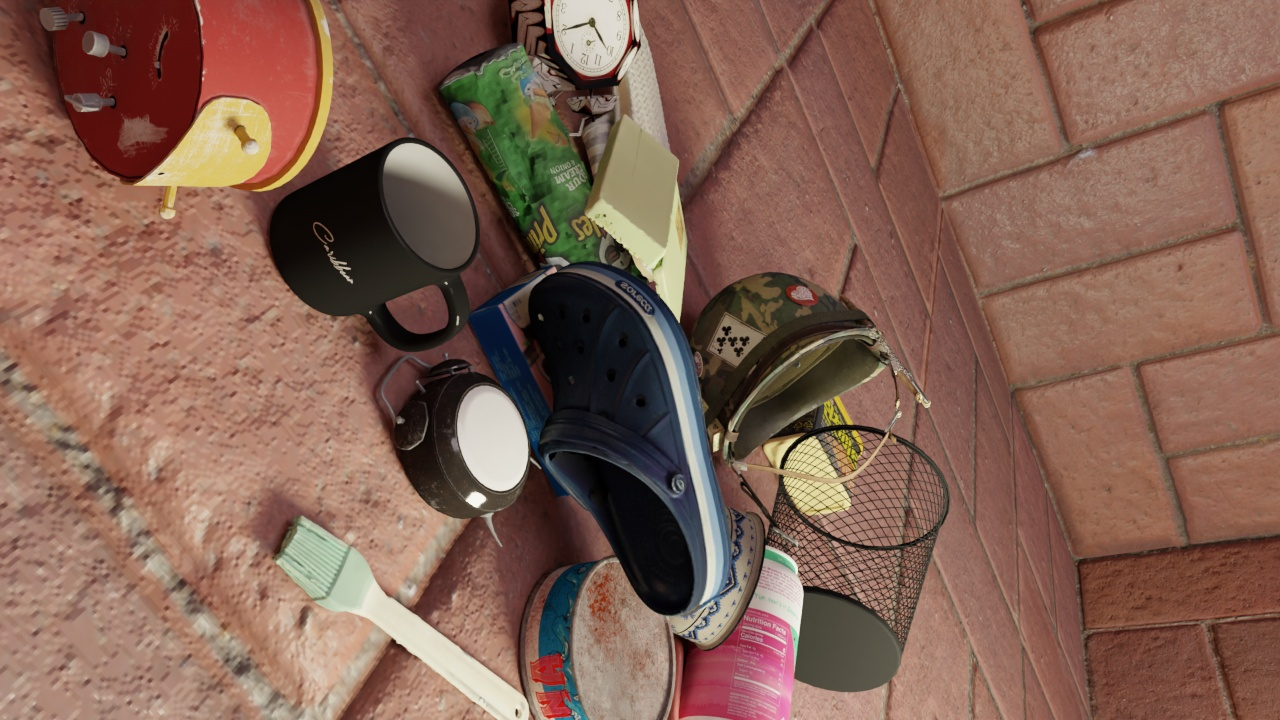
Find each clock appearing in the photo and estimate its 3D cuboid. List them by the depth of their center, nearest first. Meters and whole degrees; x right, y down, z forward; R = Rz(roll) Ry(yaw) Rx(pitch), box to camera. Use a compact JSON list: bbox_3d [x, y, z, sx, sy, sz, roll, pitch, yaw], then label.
[{"bbox_3d":[-0.218,-0.152,0.417,0.081,0.117,0.159,-16,85,-58],"label":"clock"},{"bbox_3d":[-0.109,0.048,0.577,0.123,0.044,0.091,59,32,-26],"label":"clock"},{"bbox_3d":[-0.064,-0.269,0.789,0.114,0.065,0.154,8,95,-47],"label":"clock"}]

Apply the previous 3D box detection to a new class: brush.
[{"bbox_3d":[-0.126,0.160,0.525,0.218,0.012,0.033,53,35,-35],"label":"brush"},{"bbox_3d":[0.016,0.291,0.685,0.030,0.041,0.172,24,51,-36],"label":"brush"}]

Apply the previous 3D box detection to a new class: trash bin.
[{"bbox_3d":[0.204,0.202,0.928,0.184,0.184,0.209,60,37,-24],"label":"trash bin"}]

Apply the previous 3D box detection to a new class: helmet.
[{"bbox_3d":[0.146,0.026,0.873,0.236,0.192,0.224,57,-4,6],"label":"helmet"}]

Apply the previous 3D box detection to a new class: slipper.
[{"bbox_3d":[-0.014,0.054,0.611,0.095,0.105,0.253,-19,89,-40],"label":"slipper"},{"bbox_3d":[-0.010,-0.207,0.873,0.114,0.054,0.272,12,71,-60],"label":"slipper"}]

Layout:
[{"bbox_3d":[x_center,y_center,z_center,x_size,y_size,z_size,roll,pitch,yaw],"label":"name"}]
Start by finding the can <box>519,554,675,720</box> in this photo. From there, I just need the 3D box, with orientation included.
[{"bbox_3d":[-0.027,0.205,0.641,0.130,0.044,0.129,36,46,-49],"label":"can"}]

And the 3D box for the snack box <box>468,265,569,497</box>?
[{"bbox_3d":[-0.063,0.015,0.687,0.154,0.033,0.087,65,31,-15],"label":"snack box"}]

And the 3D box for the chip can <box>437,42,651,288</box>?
[{"bbox_3d":[-0.070,-0.130,0.707,0.223,0.076,0.075,61,31,-22],"label":"chip can"}]

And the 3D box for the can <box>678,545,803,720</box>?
[{"bbox_3d":[0.084,0.242,0.761,0.088,0.088,0.165,50,41,-36],"label":"can"}]

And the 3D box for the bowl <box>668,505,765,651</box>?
[{"bbox_3d":[0.044,0.163,0.727,0.059,0.116,0.115,25,46,-12],"label":"bowl"}]

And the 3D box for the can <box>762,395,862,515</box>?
[{"bbox_3d":[0.202,0.102,1.075,0.131,0.073,0.100,58,35,-27],"label":"can"}]

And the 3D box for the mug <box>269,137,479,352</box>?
[{"bbox_3d":[-0.143,-0.058,0.525,0.113,0.088,0.078,64,30,-17],"label":"mug"}]

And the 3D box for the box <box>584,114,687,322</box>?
[{"bbox_3d":[0.011,-0.114,0.738,0.187,0.048,0.140,-79,146,-58],"label":"box"}]
